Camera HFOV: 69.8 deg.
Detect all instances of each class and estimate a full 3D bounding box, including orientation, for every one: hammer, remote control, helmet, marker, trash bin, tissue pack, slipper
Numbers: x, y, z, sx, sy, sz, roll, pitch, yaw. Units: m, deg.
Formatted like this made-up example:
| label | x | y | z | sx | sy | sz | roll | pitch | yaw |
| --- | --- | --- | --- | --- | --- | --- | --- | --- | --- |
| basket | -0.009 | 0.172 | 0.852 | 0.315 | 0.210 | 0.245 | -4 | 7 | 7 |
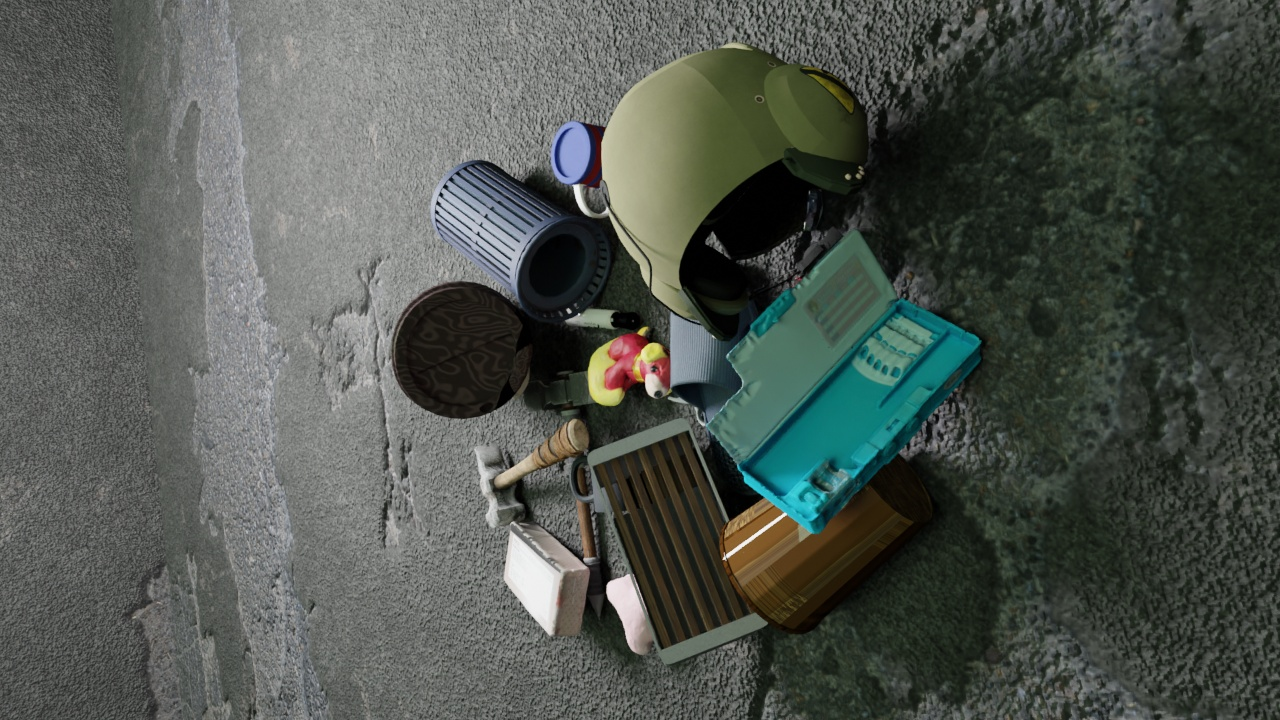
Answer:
| label | x | y | z | sx | sy | sz | roll | pitch | yaw |
| --- | --- | --- | --- | --- | --- | --- | --- | --- | --- |
| hammer | -0.076 | 0.174 | 1.196 | 0.156 | 0.043 | 0.322 | -11 | 87 | 46 |
| remote control | -0.165 | 0.005 | 1.249 | 0.038 | 0.018 | 0.125 | -52 | 25 | 27 |
| helmet | 0.090 | -0.165 | 0.824 | 0.251 | 0.255 | 0.232 | -52 | 59 | 34 |
| marker | -0.048 | -0.053 | 1.163 | 0.126 | 0.025 | 0.025 | 7 | 97 | 46 |
| trash bin | 0.037 | 0.197 | 0.987 | 0.114 | 0.114 | 0.228 | 83 | 166 | -70 |
| tissue pack | -0.122 | 0.291 | 1.224 | 0.181 | 0.071 | 0.104 | 19 | 104 | 56 |
| hammer | -0.143 | 0.135 | 1.202 | 0.320 | 0.048 | 0.121 | -35 | 68 | 56 |
| trash bin | -0.166 | -0.165 | 1.201 | 0.249 | 0.139 | 0.139 | 37 | 117 | 40 |
| slipper | 0.074 | 0.027 | 0.960 | 0.101 | 0.082 | 0.264 | 0 | 108 | 45 |

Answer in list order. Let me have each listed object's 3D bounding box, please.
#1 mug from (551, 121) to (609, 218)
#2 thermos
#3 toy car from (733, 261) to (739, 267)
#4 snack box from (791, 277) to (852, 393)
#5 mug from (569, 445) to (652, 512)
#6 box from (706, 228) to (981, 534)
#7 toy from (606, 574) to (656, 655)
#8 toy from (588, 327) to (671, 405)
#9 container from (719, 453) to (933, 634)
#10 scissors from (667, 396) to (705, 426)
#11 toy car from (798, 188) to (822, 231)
| label | x | y | z | sx | sy | sz | roll | pitch | yaw |
| --- | --- | --- | --- | --- | --- | --- | --- | --- | --- |
| mug | -0.058 | -0.232 | 1.128 | 0.075 | 0.076 | 0.112 | 6 | 96 | 46 |
| thermos | -0.238 | -0.026 | 1.215 | 0.226 | 0.172 | 0.173 | -142 | 57 | -75 |
| toy car | 0.077 | -0.066 | 1.015 | 0.051 | 0.048 | 0.100 | 22 | 108 | 43 |
| snack box | 0.174 | -0.008 | 0.937 | 0.089 | 0.021 | 0.133 | 34 | 115 | 41 |
| mug | -0.039 | 0.143 | 1.120 | 0.105 | 0.071 | 0.077 | -9 | 86 | 25 |
| box | 0.169 | 0.019 | 0.815 | 0.172 | 0.227 | 0.083 | 44 | 168 | 8 |
| toy | 0.004 | 0.294 | 1.105 | 0.096 | 0.052 | 0.099 | -47 | 58 | 34 |
| toy | -0.006 | 0.006 | 1.097 | 0.138 | 0.067 | 0.105 | 1 | 66 | 43 |
| container | 0.179 | 0.159 | 0.872 | 0.168 | 0.132 | 0.132 | -47 | 59 | 30 |
| scissors | 0.084 | 0.015 | 1.030 | 0.090 | 0.014 | 0.172 | 49 | 131 | 30 |
| toy car | 0.140 | -0.163 | 0.953 | 0.105 | 0.033 | 0.048 | 14 | 107 | 29 |
